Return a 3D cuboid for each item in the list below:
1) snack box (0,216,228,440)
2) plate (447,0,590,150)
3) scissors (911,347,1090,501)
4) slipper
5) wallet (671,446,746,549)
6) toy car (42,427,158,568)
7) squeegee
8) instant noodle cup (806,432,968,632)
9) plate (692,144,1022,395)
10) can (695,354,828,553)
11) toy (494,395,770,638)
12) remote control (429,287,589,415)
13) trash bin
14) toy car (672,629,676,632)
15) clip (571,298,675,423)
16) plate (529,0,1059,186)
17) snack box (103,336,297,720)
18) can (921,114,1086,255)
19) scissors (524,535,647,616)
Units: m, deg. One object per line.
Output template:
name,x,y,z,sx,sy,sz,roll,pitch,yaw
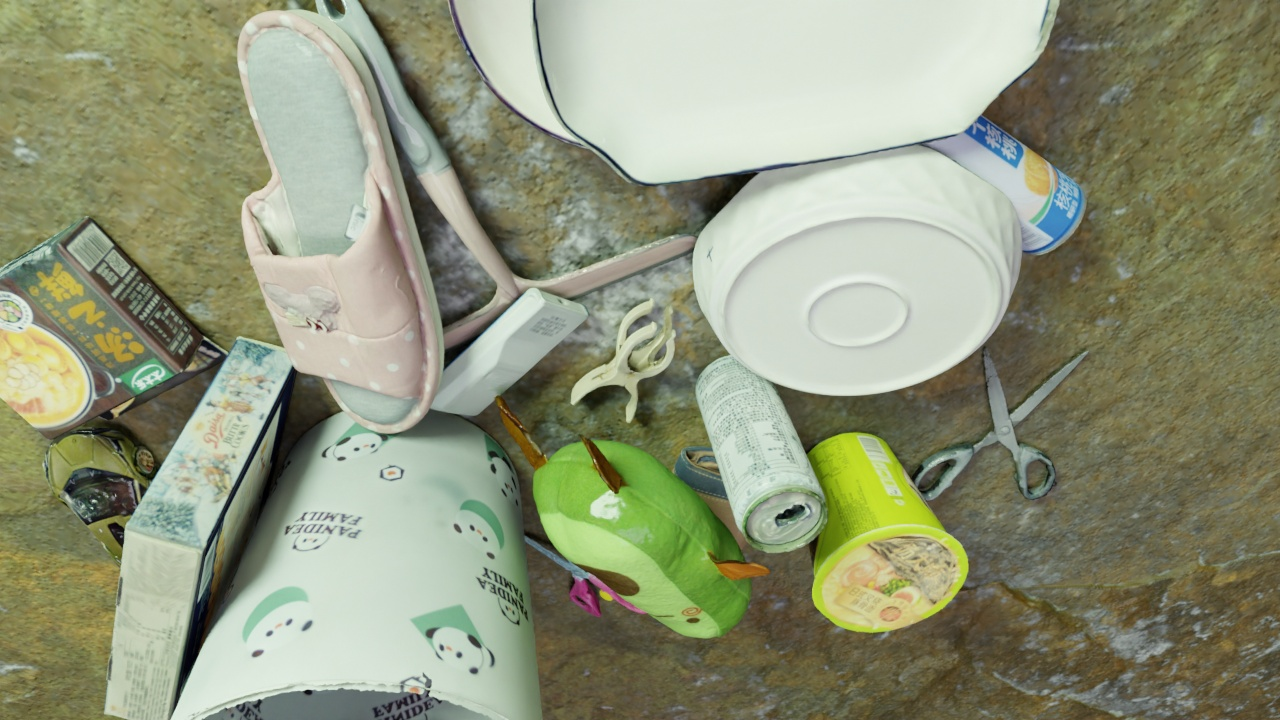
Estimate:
snack box,-0.355,-0.012,0.586,0.113,0.053,0.126,-25,120,12
plate,-0.005,-0.205,0.482,0.192,0.039,0.193,-3,127,-4
scissors,0.294,0.058,0.732,0.159,0.014,0.179,28,119,-25
slipper,-0.182,-0.061,0.540,0.114,0.054,0.275,15,128,21
wallet,0.055,0.124,0.744,0.090,0.033,0.115,15,125,-14
toy car,-0.378,0.115,0.682,0.070,0.042,0.158,-17,124,6
squeegee,-0.118,-0.108,0.544,0.248,0.040,0.250,-21,126,11
instant noodle cup,0.172,0.123,0.699,0.111,0.123,0.112,-3,126,-4
plate,0.136,-0.044,0.584,0.205,0.045,0.205,2,141,2
can,0.079,0.059,0.623,0.058,0.146,0.058,-5,126,-7
toy,-0.002,0.119,0.636,0.247,0.227,0.089,47,66,-32
remote control,-0.093,-0.002,0.623,0.125,0.024,0.049,-40,150,25
trash bin,-0.174,0.176,0.618,0.229,0.251,0.230,-3,128,-4
toy car,0.032,0.203,0.799,0.043,0.034,0.090,-28,126,11
clip,-0.008,0.002,0.646,0.070,0.034,0.100,18,131,-20
plate,0.077,-0.179,0.464,0.266,0.034,0.162,-10,128,0
snack box,-0.283,0.108,0.597,0.045,0.182,0.178,17,124,-14
can,0.208,-0.117,0.564,0.134,0.053,0.053,25,120,-23
scissors,-0.053,0.182,0.774,0.133,0.017,0.119,33,143,-9
